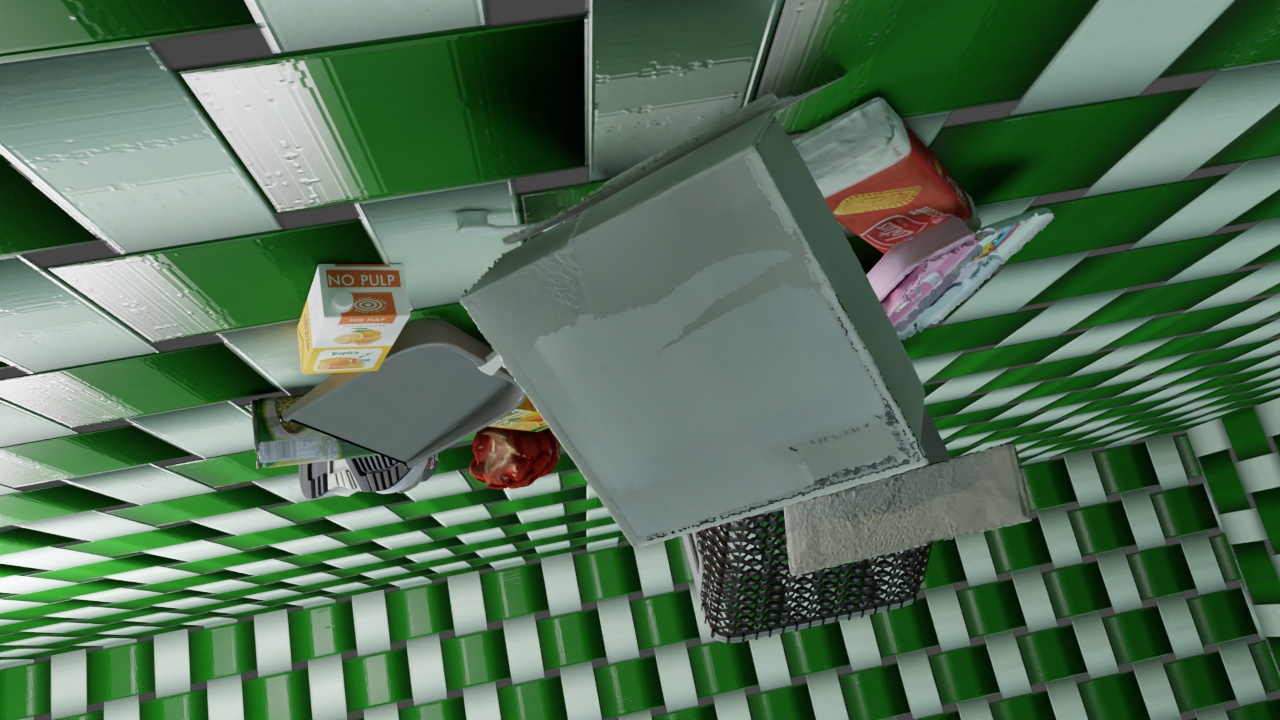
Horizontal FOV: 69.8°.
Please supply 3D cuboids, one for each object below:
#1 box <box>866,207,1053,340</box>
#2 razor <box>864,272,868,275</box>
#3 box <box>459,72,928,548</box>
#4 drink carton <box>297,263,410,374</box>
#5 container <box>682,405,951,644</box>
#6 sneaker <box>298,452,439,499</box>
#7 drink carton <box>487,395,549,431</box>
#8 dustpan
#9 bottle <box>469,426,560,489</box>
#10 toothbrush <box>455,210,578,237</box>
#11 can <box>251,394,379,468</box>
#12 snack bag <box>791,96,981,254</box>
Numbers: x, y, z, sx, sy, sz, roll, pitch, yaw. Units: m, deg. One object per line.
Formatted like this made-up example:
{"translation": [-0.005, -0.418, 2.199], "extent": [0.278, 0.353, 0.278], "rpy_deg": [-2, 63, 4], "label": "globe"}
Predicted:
{"translation": [0.225, -0.057, 0.754], "extent": [0.153, 0.041, 0.202], "rpy_deg": [-24, 163, -22], "label": "box"}
{"translation": [0.249, -0.073, 0.850], "extent": [0.156, 0.057, 0.060], "rpy_deg": [-12, 132, 1], "label": "razor"}
{"translation": [0.013, -0.139, 0.504], "extent": [0.167, 0.445, 0.164], "rpy_deg": [-22, 150, 30], "label": "box"}
{"translation": [-0.214, -0.030, 0.678], "extent": [0.058, 0.040, 0.123], "rpy_deg": [-3, 161, -28], "label": "drink carton"}
{"translation": [0.168, 0.120, 0.990], "extent": [0.245, 0.247, 0.244], "rpy_deg": [-10, 139, -6], "label": "container"}
{"translation": [-0.276, 0.105, 1.029], "extent": [0.240, 0.088, 0.124], "rpy_deg": [-15, 170, 41], "label": "sneaker"}
{"translation": [-0.132, 0.046, 0.987], "extent": [0.058, 0.041, 0.122], "rpy_deg": [-21, 161, 29], "label": "drink carton"}
{"translation": [-0.161, 0.013, 0.807], "extent": [0.258, 0.033, 0.163], "rpy_deg": [-36, 147, 12], "label": "dustpan"}
{"translation": [-0.155, 0.104, 1.088], "extent": [0.099, 0.099, 0.111], "rpy_deg": [-20, 173, 26], "label": "bottle"}
{"translation": [-0.034, -0.098, 0.628], "extent": [0.186, 0.017, 0.012], "rpy_deg": [-7, 166, -22], "label": "toothbrush"}
{"translation": [-0.306, 0.064, 0.880], "extent": [0.120, 0.067, 0.067], "rpy_deg": [-5, 162, -21], "label": "can"}
{"translation": [0.179, -0.120, 0.659], "extent": [0.078, 0.041, 0.225], "rpy_deg": [-24, 159, 28], "label": "snack bag"}
